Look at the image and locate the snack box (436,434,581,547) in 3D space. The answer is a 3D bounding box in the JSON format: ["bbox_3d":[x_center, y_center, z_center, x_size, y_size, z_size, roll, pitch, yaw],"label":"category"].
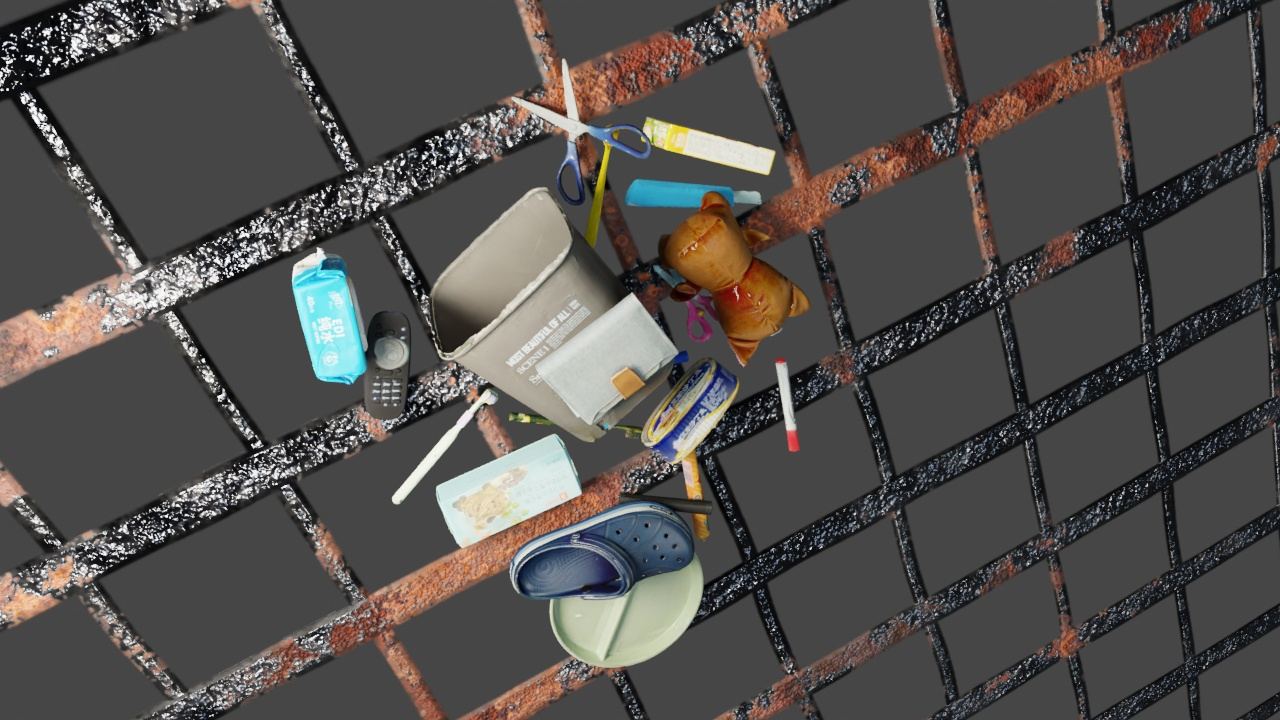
[{"bbox_3d":[-0.169,0.167,1.184,0.174,0.051,0.074,-24,115,-9],"label":"snack box"}]

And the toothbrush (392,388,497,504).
[{"bbox_3d":[-0.248,0.110,1.153,0.020,0.029,0.189,43,93,15],"label":"toothbrush"}]

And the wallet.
[{"bbox_3d":[-0.031,0.003,0.979,0.130,0.037,0.106,-37,130,3],"label":"wallet"}]

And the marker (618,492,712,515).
[{"bbox_3d":[0.035,0.198,1.270,0.132,0.022,0.020,7,77,-9],"label":"marker"}]

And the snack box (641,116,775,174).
[{"bbox_3d":[0.080,-0.256,1.094,0.140,0.087,0.034,7,107,-21],"label":"snack box"}]

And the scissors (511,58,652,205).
[{"bbox_3d":[-0.069,-0.259,1.064,0.176,0.012,0.163,14,119,-5],"label":"scissors"}]

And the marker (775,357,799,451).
[{"bbox_3d":[0.208,0.063,1.298,0.017,0.017,0.145,-18,114,-13],"label":"marker"}]

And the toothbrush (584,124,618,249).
[{"bbox_3d":[-0.051,-0.190,1.112,0.015,0.016,0.190,6,107,-20],"label":"toothbrush"}]

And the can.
[{"bbox_3d":[0.065,0.066,1.217,0.049,0.074,0.148,37,94,-24],"label":"can"}]

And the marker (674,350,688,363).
[{"bbox_3d":[-0.007,0.007,1.201,0.145,0.017,0.017,-10,112,-16],"label":"marker"}]

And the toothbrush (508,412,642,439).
[{"bbox_3d":[-0.083,0.086,1.206,0.185,0.012,0.017,8,117,-22],"label":"toothbrush"}]

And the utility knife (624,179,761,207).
[{"bbox_3d":[0.071,-0.206,1.149,0.185,0.018,0.034,-1,125,-20],"label":"utility knife"}]

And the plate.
[{"bbox_3d":[-0.020,0.335,1.313,0.230,0.027,0.230,-7,112,-17],"label":"plate"}]

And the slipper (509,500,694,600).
[{"bbox_3d":[-0.046,0.261,1.212,0.252,0.095,0.105,-10,113,-11],"label":"slipper"}]

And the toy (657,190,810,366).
[{"bbox_3d":[0.114,-0.102,1.148,0.140,0.130,0.199,-42,101,11],"label":"toy"}]

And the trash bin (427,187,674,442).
[{"bbox_3d":[-0.095,-0.041,1.055,0.199,0.198,0.219,-41,123,8],"label":"trash bin"}]

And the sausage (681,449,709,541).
[{"bbox_3d":[0.077,0.187,1.295,0.021,0.021,0.165,-17,115,-13],"label":"sausage"}]

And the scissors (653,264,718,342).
[{"bbox_3d":[0.071,-0.091,1.194,0.076,0.017,0.137,-34,113,-4],"label":"scissors"}]

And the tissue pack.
[{"bbox_3d":[-0.343,-0.050,1.020,0.063,0.090,0.140,-12,113,-16],"label":"tissue pack"}]

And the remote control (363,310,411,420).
[{"bbox_3d":[-0.301,0.005,1.092,0.053,0.024,0.136,3,107,-19],"label":"remote control"}]
